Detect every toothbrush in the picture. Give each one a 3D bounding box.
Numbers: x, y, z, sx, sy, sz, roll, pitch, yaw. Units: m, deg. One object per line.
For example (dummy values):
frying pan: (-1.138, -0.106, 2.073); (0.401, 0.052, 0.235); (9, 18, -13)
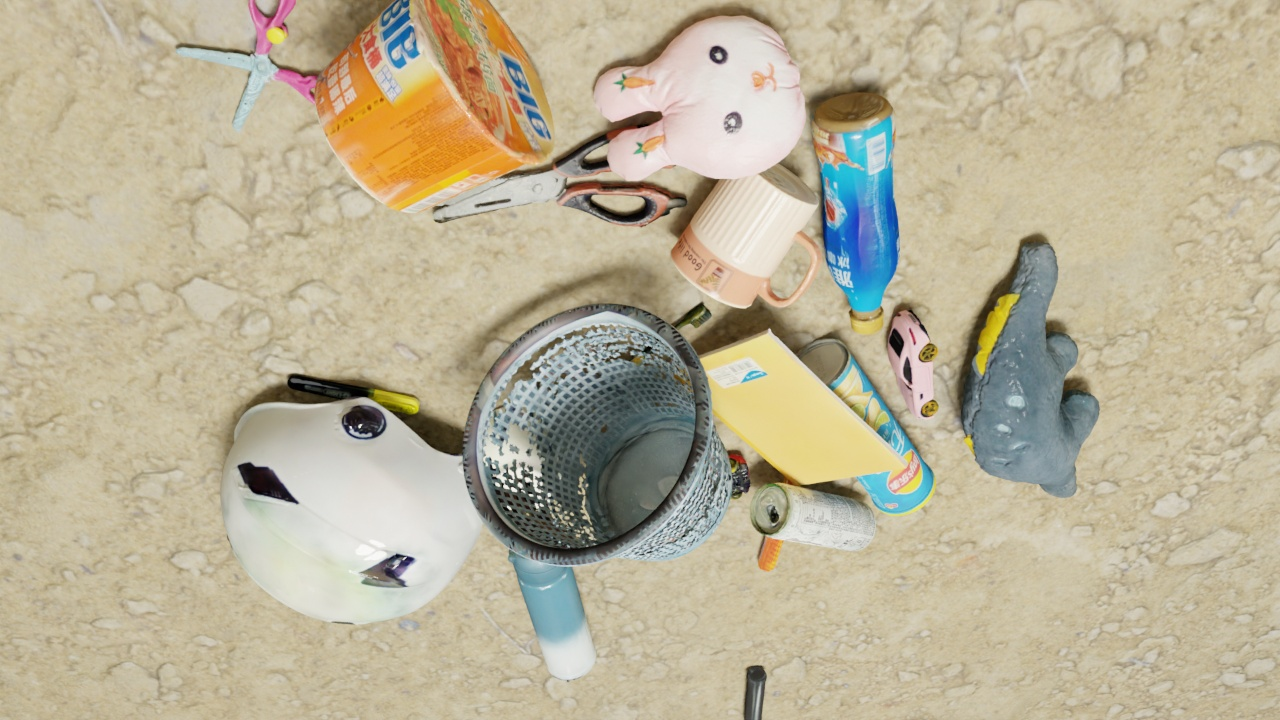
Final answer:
toothbrush: (0.157, 0.497, 1.275); (0.027, 0.026, 0.213); (4, 128, 8)
toothbrush: (-0.005, 0.005, 0.891); (0.186, 0.012, 0.017); (-38, 133, 21)

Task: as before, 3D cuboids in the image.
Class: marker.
marker: (-0.275, 0.033, 0.883); (0.124, 0.015, 0.018); (13, 122, -13)

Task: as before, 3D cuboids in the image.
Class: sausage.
sausage: (0.157, 0.185, 1.038); (0.021, 0.021, 0.165); (3, 127, -8)

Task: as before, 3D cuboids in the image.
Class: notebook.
notebook: (0.139, 0.054, 0.885); (0.206, 0.010, 0.146); (40, 146, -22)

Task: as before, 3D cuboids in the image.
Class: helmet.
helmet: (-0.290, 0.162, 0.876); (0.258, 0.145, 0.230); (27, 129, -14)

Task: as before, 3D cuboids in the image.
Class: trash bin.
trash bin: (-0.015, 0.090, 0.832); (0.227, 0.226, 0.195); (-24, 150, 12)

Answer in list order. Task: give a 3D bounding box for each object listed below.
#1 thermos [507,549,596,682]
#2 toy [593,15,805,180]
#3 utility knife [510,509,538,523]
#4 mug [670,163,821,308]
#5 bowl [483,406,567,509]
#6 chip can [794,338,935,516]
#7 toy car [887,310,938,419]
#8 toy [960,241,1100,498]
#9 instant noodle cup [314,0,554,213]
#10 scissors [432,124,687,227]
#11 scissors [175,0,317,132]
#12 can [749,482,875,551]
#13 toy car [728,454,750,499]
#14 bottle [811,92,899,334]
thermos: (-0.098, 0.281, 1.058); (0.070, 0.070, 0.221); (-9, 128, 0)
toy: (0.044, -0.194, 0.705); (0.160, 0.054, 0.121); (-14, 94, 13)
utility knife: (-0.177, 0.147, 0.979); (0.162, 0.018, 0.031); (20, 118, -22)
mug: (0.098, -0.101, 0.764); (0.114, 0.081, 0.106); (42, 119, 15)
bowl: (-0.119, 0.108, 0.924); (0.116, 0.066, 0.117); (-3, 127, -4)
chip can: (0.225, 0.071, 0.928); (0.071, 0.071, 0.210); (-30, 124, 16)
toy car: (0.263, 0.007, 0.893); (0.037, 0.056, 0.122); (-16, 127, 1)
toy: (0.390, 0.050, 0.927); (0.137, 0.091, 0.356); (-39, 128, -12)
instant noodle cup: (-0.149, -0.183, 0.655); (0.112, 0.151, 0.151); (-25, 126, 23)
scissors: (-0.067, -0.137, 0.774); (0.193, 0.015, 0.207); (34, 117, -28)
scissors: (-0.276, -0.221, 0.690); (0.135, 0.017, 0.134); (24, 126, -24)
can: (0.187, 0.169, 0.984); (0.146, 0.058, 0.058); (16, 125, -38)
toy car: (0.064, 0.129, 0.980); (0.106, 0.031, 0.049); (-13, 127, 3)
bottle: (0.189, -0.116, 0.786); (0.065, 0.065, 0.219); (-13, 128, 4)
